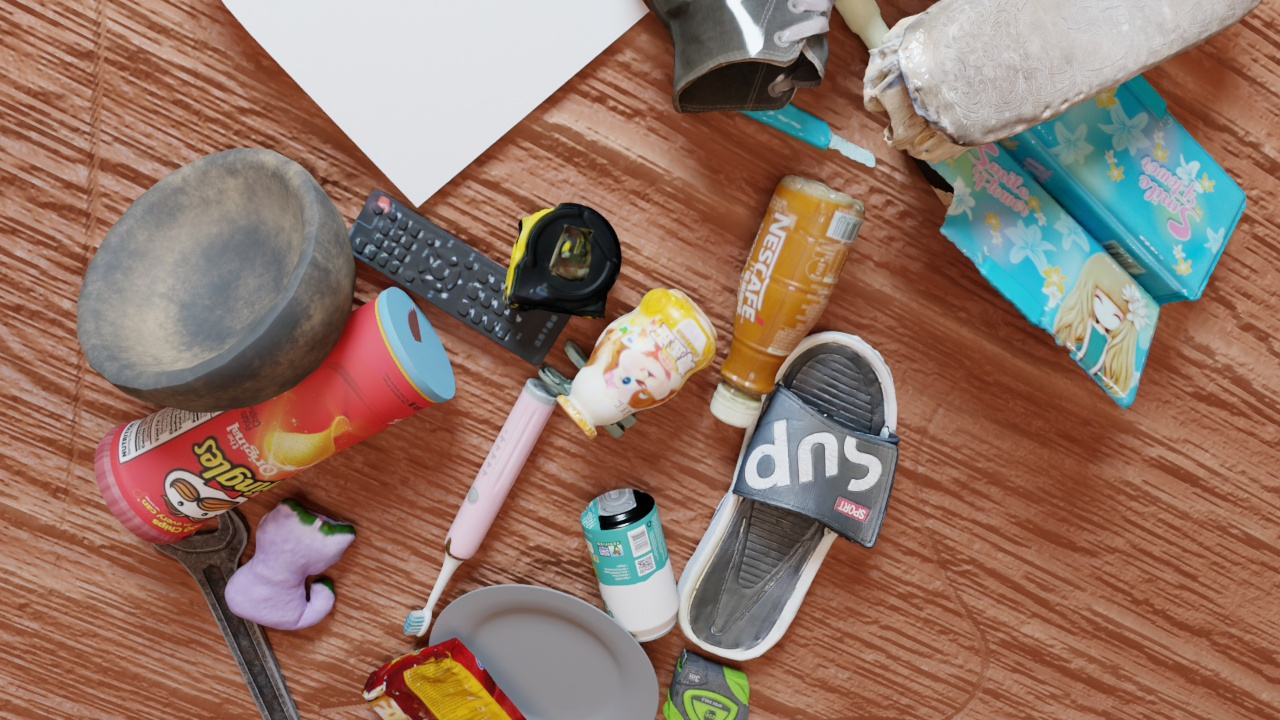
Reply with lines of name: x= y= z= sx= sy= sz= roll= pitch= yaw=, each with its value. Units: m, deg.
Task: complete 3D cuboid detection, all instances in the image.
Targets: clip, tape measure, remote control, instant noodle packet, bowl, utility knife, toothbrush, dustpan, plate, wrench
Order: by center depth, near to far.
dustpan: x=-0.151 y=-0.253 z=0.542 sx=0.192 sy=0.053 sz=0.258 roll=-37 pitch=117 yaw=10
bowl: x=-0.242 y=-0.041 z=0.548 sx=0.162 sy=0.162 sz=0.070 roll=-25 pitch=149 yaw=6
utility knife: x=0.090 y=-0.154 z=0.585 sx=0.141 sy=0.015 sz=0.022 roll=25 pitch=85 yaw=-11
tape measure: x=-0.048 y=-0.063 z=0.585 sx=0.071 sy=0.042 sz=0.072 roll=7 pitch=83 yaw=-11
remote control: x=-0.119 y=-0.054 z=0.608 sx=0.150 sy=0.022 sz=0.047 roll=32 pitch=105 yaw=-10
clip: x=-0.034 y=0.021 z=0.634 sx=0.037 sy=0.023 sz=0.075 roll=-43 pitch=106 yaw=10
toothbrush: x=-0.118 y=0.112 z=0.658 sx=0.026 sy=0.027 sz=0.223 roll=17 pitch=109 yaw=-38
plate: x=-0.073 y=0.234 z=0.689 sx=0.178 sy=0.012 sz=0.179 roll=6 pitch=119 yaw=11
instant noodle packet: x=-0.138 y=0.273 z=0.696 sx=0.099 sy=0.039 sz=0.135 roll=-28 pitch=107 yaw=26
wrench: x=-0.295 y=0.220 z=0.696 sx=0.070 sy=0.010 sz=0.273 roll=-14 pitch=108 yaw=2
tape measure: x=0.051 y=0.261 z=0.710 sx=0.065 sy=0.036 sz=0.059 roll=23 pitch=97 yaw=-6

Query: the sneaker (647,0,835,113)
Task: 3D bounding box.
sneaker: x=0.113 y=-0.219 z=0.506 sx=0.235 sy=0.095 sz=0.120 roll=-13 pitch=85 yaw=3

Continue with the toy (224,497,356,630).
toy: x=-0.248 y=0.149 z=0.662 sx=0.080 sy=0.036 sz=0.100 roll=31 pitch=100 yaw=-28

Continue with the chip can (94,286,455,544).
chip can: x=-0.235 y=0.036 z=0.599 sx=0.213 sy=0.087 sz=0.087 roll=-27 pitch=107 yaw=5

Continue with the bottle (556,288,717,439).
bottle: x=-0.004 y=0.003 z=0.599 sx=0.109 sy=0.063 sz=0.063 roll=-41 pitch=106 yaw=-4

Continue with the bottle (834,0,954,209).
bottle: x=0.180 y=-0.154 z=0.574 sx=0.045 sy=0.045 sz=0.184 roll=-36 pitch=99 yaw=9

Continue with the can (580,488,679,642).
can: x=-0.006 y=0.146 z=0.659 sx=0.055 sy=0.055 sz=0.102 roll=-13 pitch=108 yaw=2

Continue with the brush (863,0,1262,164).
brush: x=0.242 y=-0.187 z=0.506 sx=0.270 sy=0.057 sz=0.083 roll=-28 pitch=94 yaw=-18

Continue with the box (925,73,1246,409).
box: x=0.257 y=-0.103 z=0.558 sx=0.227 sy=0.039 sz=0.181 roll=39 pitch=73 yaw=-14

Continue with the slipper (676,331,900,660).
slipper: x=0.107 y=0.109 z=0.649 sx=0.111 sy=0.063 sz=0.264 roll=23 pitch=108 yaw=-9

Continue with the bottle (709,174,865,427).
bottle: x=0.089 y=-0.035 z=0.601 sx=0.059 sy=0.059 sz=0.167 roll=18 pitch=108 yaw=-8
